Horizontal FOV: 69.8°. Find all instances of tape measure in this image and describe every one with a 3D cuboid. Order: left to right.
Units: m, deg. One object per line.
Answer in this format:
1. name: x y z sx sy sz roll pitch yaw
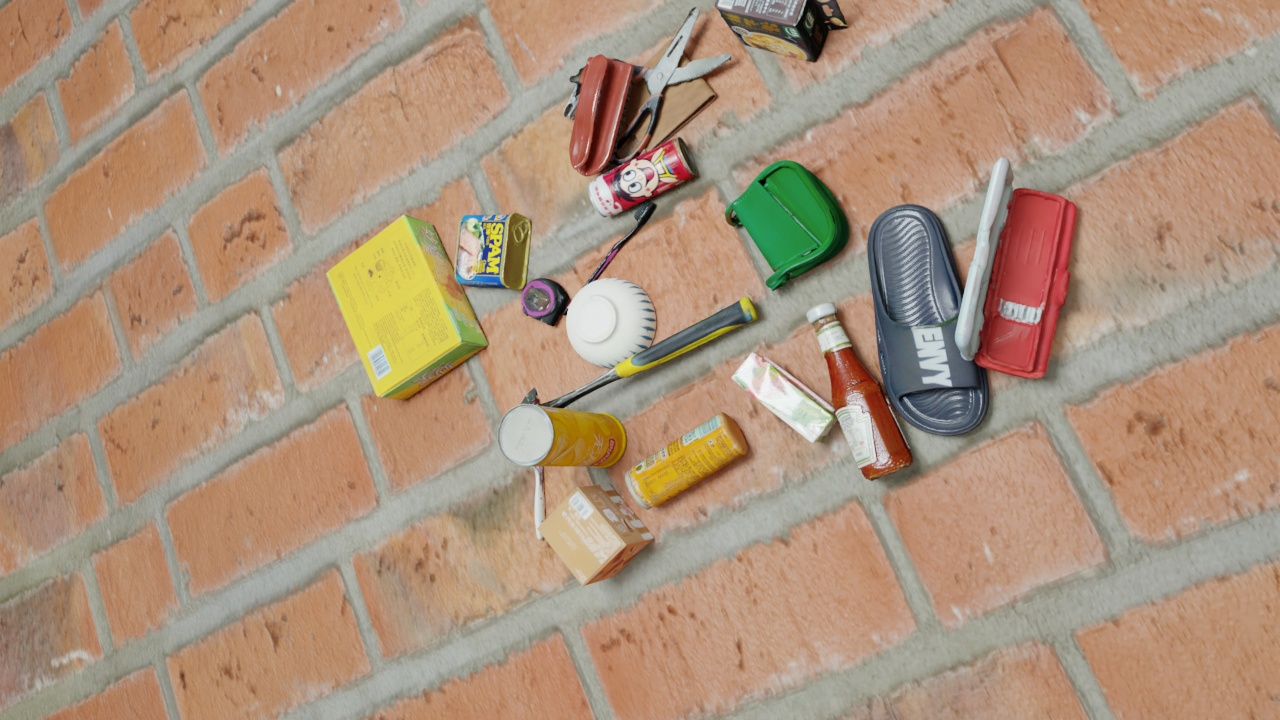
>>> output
1. tape measure: -0.128 -0.080 1.212 0.058 0.039 0.057 35 99 22

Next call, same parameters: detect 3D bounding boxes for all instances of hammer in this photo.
1. hammer: -0.007 0.007 1.124 0.324 0.126 0.032 -27 75 12

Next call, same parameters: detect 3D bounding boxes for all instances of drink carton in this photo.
1. drink carton: 0.171 0.042 1.068 0.122 0.053 0.045 39 100 20

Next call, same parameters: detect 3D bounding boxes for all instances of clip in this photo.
1. clip: -0.085 -0.349 1.226 0.043 0.026 0.058 33 102 14

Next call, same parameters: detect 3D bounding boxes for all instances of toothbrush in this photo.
1. toothbrush: -0.139 0.143 1.211 0.017 0.016 0.187 -7 83 30
2. toothbrush: -0.044 -0.133 1.196 0.189 0.014 0.018 -50 60 12

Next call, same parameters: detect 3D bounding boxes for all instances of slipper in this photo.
1. slipper: 0.303 -0.048 1.005 0.111 0.083 0.268 -14 79 23

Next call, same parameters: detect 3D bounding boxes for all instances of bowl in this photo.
1. bowl: -0.045 -0.050 1.160 0.117 0.066 0.116 -2 85 23

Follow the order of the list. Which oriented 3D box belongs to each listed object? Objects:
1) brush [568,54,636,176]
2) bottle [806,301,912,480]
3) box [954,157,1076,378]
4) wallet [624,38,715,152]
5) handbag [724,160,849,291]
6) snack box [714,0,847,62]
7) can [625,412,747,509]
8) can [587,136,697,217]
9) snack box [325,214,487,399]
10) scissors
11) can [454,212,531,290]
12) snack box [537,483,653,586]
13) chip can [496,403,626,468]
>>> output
1. brush: -0.055 -0.303 1.148 0.063 0.069 0.146 17 98 21
2. bottle: 0.241 0.032 1.036 0.060 0.059 0.206 -25 76 19
3. box: 0.378 -0.091 0.947 0.074 0.154 0.201 2 75 59
4. wallet: 0.027 -0.338 1.181 0.115 0.020 0.101 -39 72 18
5. handbag: 0.172 -0.162 1.082 0.120 0.067 0.131 -36 74 24
6. snack box: 0.166 -0.401 1.074 0.126 0.113 0.053 23 95 23
7. can: 0.055 0.122 1.107 0.146 0.058 0.058 -33 74 17
8. can: 0.001 -0.230 1.162 0.133 0.053 0.053 -22 77 20
9. snack box: -0.327 -0.072 1.279 0.158 0.070 0.210 -32 74 17
10. scissors: 0.009 -0.345 1.166 0.226 0.015 0.189 1 92 22
11. can: -0.201 -0.147 1.240 0.083 0.057 0.102 4 87 25
12. snack box: -0.054 0.212 1.126 0.077 0.094 0.093 -47 71 13
13. chip can: -0.087 0.091 1.085 0.072 0.213 0.072 -2 83 20
